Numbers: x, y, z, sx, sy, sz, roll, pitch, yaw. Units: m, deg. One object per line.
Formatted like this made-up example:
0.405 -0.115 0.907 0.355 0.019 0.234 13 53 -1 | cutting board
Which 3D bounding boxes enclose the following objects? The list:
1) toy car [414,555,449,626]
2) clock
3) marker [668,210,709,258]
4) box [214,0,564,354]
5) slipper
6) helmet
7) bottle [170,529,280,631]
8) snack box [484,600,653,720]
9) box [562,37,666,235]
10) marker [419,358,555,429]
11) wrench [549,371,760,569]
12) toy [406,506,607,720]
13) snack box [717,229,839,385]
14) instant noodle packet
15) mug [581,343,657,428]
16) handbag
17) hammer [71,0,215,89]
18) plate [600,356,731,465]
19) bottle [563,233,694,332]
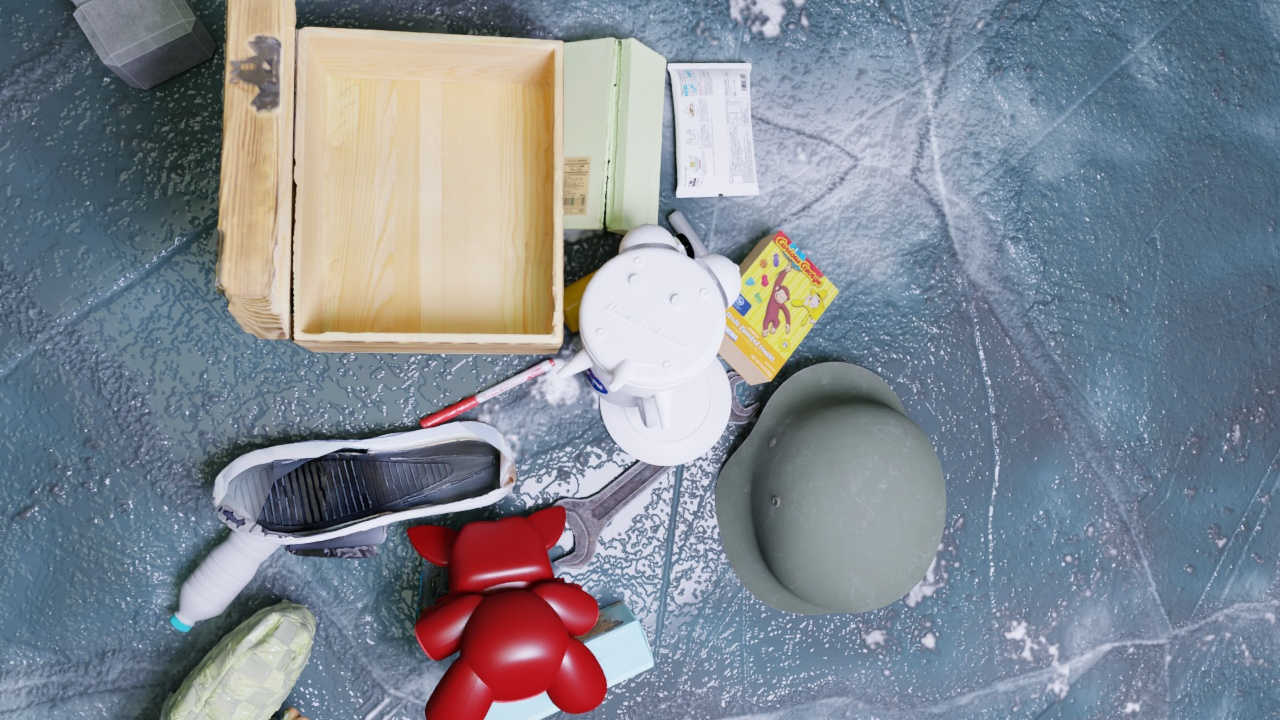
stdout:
-0.189 0.217 0.879 0.048 0.032 0.105 5 77 -18 | toy car
0.011 -0.037 0.793 0.125 0.073 0.160 26 76 5 | clock
0.074 -0.092 0.937 0.016 0.016 0.140 -37 98 -9 | marker
-0.200 -0.156 0.709 0.286 0.336 0.279 0 86 -6 | box
-0.246 0.121 0.842 0.263 0.063 0.111 -11 52 -20 | slipper
0.205 0.136 0.897 0.227 0.154 0.268 2 90 -12 | helmet
-0.373 0.187 0.835 0.044 0.044 0.136 41 83 -9 | bottle
-0.079 0.295 0.882 0.174 0.075 0.053 -21 94 -10 | snack box
-0.030 -0.216 0.909 0.098 0.082 0.188 6 90 32 | box
-0.148 0.033 0.896 0.142 0.013 0.013 -26 96 -10 | marker
0.012 0.108 0.931 0.273 0.010 0.070 -39 98 -9 | wrench
-0.121 0.221 0.818 0.158 0.197 0.121 -7 132 -15 | toy
0.126 -0.053 0.920 0.088 0.040 0.125 44 70 -11 | snack box
0.075 -0.234 0.930 0.087 0.026 0.134 -4 92 -12 | instant noodle packet
-0.005 0.005 0.868 0.091 0.090 0.121 -16 76 -6 | mug
-0.345 0.307 0.811 0.117 0.113 0.186 43 82 -16 | handbag
-0.429 -0.330 0.677 0.083 0.318 0.163 -31 97 -10 | hammer
0.027 0.038 0.924 0.134 0.011 0.134 1 85 -8 | plate
-0.014 -0.080 0.905 0.143 0.043 0.043 -30 96 -10 | bottle
